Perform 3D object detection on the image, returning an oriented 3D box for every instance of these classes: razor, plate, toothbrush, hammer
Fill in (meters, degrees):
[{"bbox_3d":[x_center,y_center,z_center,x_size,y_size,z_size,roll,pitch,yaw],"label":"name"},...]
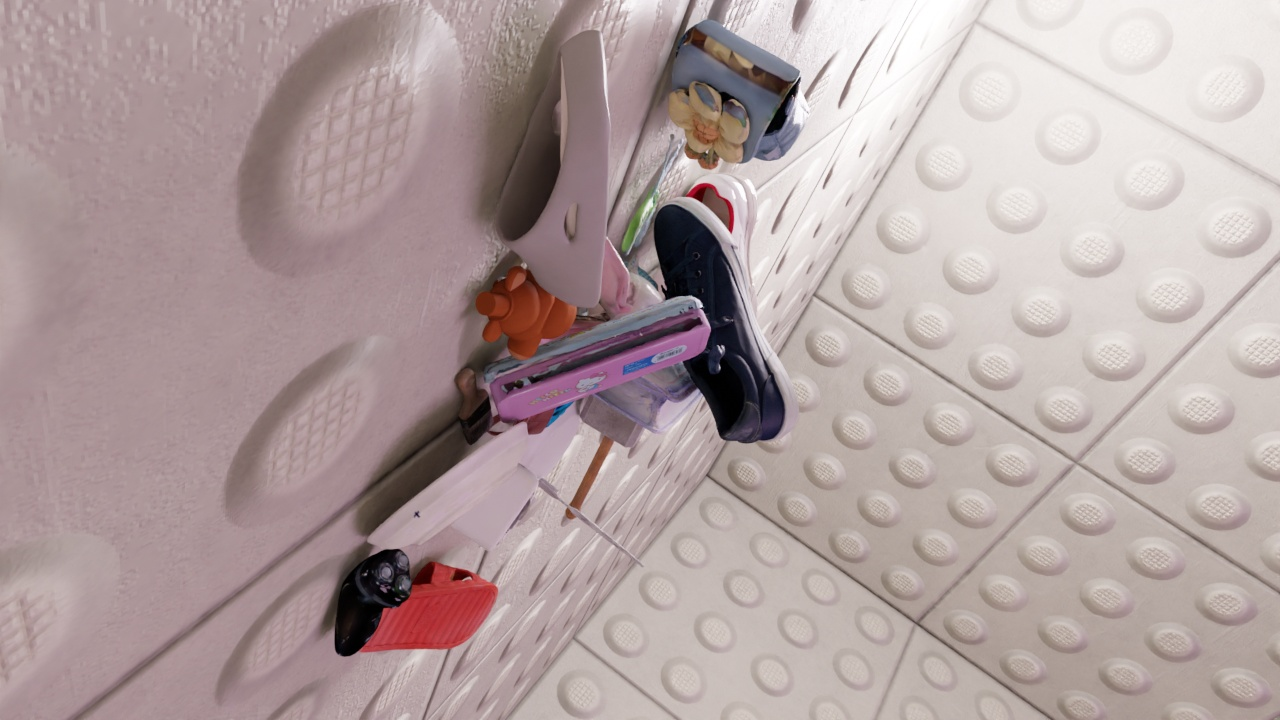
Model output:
[{"bbox_3d":[-0.263,0.242,0.897,0.052,0.064,0.141,-35,156,-57],"label":"razor"},{"bbox_3d":[-0.125,0.120,1.224,0.188,0.016,0.189,-52,168,-16],"label":"plate"},{"bbox_3d":[-0.173,0.126,0.870,0.182,0.034,0.182,-37,177,-2],"label":"plate"},{"bbox_3d":[-0.066,0.216,1.229,0.010,0.181,0.010,-57,172,31],"label":"toothbrush"},{"bbox_3d":[-0.050,0.123,1.322,0.319,0.083,0.162,-63,173,34],"label":"hammer"}]

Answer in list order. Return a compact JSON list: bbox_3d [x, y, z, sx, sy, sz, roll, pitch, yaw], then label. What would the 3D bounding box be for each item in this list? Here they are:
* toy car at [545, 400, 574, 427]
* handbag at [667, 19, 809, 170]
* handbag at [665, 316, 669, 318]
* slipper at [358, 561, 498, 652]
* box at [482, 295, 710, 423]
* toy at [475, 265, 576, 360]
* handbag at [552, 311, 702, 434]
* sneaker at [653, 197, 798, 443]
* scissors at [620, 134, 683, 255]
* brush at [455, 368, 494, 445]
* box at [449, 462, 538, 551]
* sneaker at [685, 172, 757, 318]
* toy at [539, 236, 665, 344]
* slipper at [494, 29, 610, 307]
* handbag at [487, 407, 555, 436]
[{"bbox_3d":[-0.096,0.044,1.097,0.048,0.032,0.106,-42,164,-48],"label":"toy car"},{"bbox_3d":[0.087,-0.235,0.861,0.119,0.122,0.191,-58,173,7],"label":"handbag"},{"bbox_3d":[0.024,-0.031,1.188,0.067,0.106,0.121,-60,168,8],"label":"handbag"},{"bbox_3d":[-0.254,0.285,1.070,0.103,0.059,0.248,-57,153,3],"label":"slipper"},{"bbox_3d":[-0.041,-0.006,0.858,0.214,0.065,0.078,-20,173,-10],"label":"box"},{"bbox_3d":[-0.103,-0.048,0.785,0.127,0.065,0.095,0,117,-65],"label":"toy"},{"bbox_3d":[-0.006,0.006,1.041,0.126,0.158,0.069,-37,155,-57],"label":"handbag"},{"bbox_3d":[0.064,-0.045,0.985,0.127,0.294,0.121,-8,161,-41],"label":"sneaker"},{"bbox_3d":[0.011,-0.166,0.924,0.173,0.021,0.171,106,10,-57],"label":"scissors"},{"bbox_3d":[-0.161,0.044,0.887,0.038,0.012,0.151,-50,167,-23],"label":"brush"},{"bbox_3d":[-0.149,0.164,1.009,0.102,0.091,0.107,-56,-174,-8],"label":"box"},{"bbox_3d":[0.085,-0.108,1.118,0.104,0.090,0.237,-21,118,-56],"label":"sneaker"},{"bbox_3d":[-0.017,-0.054,0.971,0.131,0.105,0.205,-55,167,13],"label":"toy"},{"bbox_3d":[-0.066,-0.125,0.660,0.266,0.080,0.112,105,-22,-68],"label":"slipper"},{"bbox_3d":[-0.138,0.065,1.017,0.055,0.029,0.119,-62,161,17],"label":"handbag"}]
